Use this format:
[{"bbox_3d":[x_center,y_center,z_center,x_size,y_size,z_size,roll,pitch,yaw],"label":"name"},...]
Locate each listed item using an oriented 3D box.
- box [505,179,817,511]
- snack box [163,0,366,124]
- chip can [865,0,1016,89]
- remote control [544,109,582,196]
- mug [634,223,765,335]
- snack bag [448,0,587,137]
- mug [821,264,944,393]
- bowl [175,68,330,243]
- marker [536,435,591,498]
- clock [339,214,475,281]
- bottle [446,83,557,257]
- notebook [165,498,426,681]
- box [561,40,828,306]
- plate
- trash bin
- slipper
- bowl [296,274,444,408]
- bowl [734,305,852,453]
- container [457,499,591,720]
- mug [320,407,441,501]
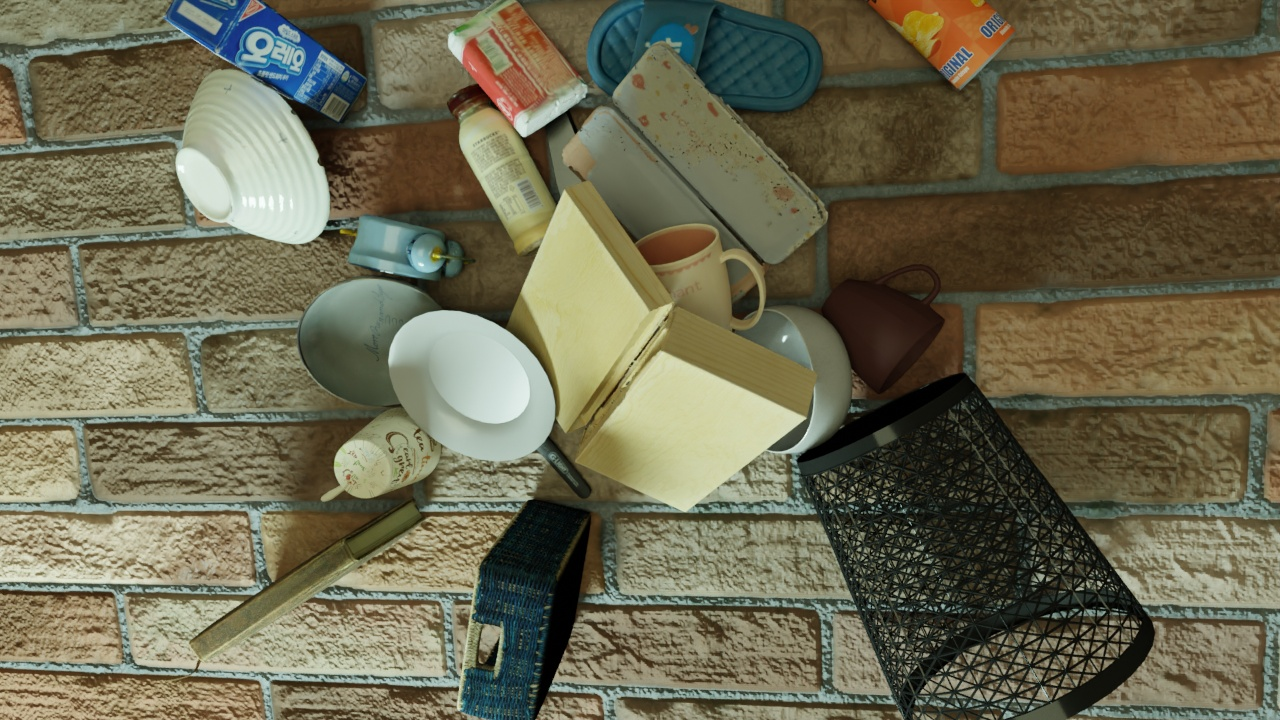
[{"bbox_3d":[-0.008,0.010,0.795,0.261,0.096,0.248,45,147,6],"label":"box"},{"bbox_3d":[-0.317,-0.270,0.803,0.059,0.226,0.059,35,95,4],"label":"snack box"},{"bbox_3d":[0.218,-0.326,0.777,0.210,0.062,0.062,44,104,1],"label":"chip can"},{"bbox_3d":[-0.065,-0.181,0.881,0.039,0.010,0.125,-15,95,13],"label":"remote control"},{"bbox_3d":[0.054,-0.057,0.802,0.112,0.085,0.104,-5,121,19],"label":"mug"},{"bbox_3d":[-0.113,-0.271,0.848,0.077,0.036,0.116,-39,88,-17],"label":"snack bag"},{"bbox_3d":[0.216,-0.041,0.817,0.088,0.087,0.114,43,110,20],"label":"mug"},{"bbox_3d":[-0.385,-0.178,0.870,0.177,0.070,0.178,19,131,24],"label":"bowl"},{"bbox_3d":[-0.093,0.092,0.929,0.018,0.015,0.123,-40,92,13],"label":"marker"},{"bbox_3d":[-0.221,-0.106,0.884,0.124,0.088,0.051,13,95,11],"label":"clock"},{"bbox_3d":[-0.128,-0.181,0.870,0.057,0.056,0.162,-28,93,13],"label":"bottle"},{"bbox_3d":[-0.338,0.223,0.909,0.216,0.190,0.034,-33,90,15],"label":"notebook"},{"bbox_3d":[0.047,-0.160,0.827,0.216,0.042,0.149,46,115,-3],"label":"box"},{"bbox_3d":[-0.160,0.022,0.886,0.173,0.019,0.173,10,125,14],"label":"plate"},{"bbox_3d":[0.264,0.155,0.782,0.217,0.216,0.243,-30,86,14],"label":"trash bin"},{"bbox_3d":[0.056,-0.276,0.819,0.214,0.059,0.104,9,98,8],"label":"slipper"},{"bbox_3d":[-0.256,-0.028,0.906,0.150,0.056,0.151,-5,124,-8],"label":"bowl"},{"bbox_3d":[0.141,0.015,0.825,0.064,0.132,0.132,-6,100,-28],"label":"bowl"},{"bbox_3d":[-0.103,0.230,0.865,0.071,0.187,0.145,11,101,5],"label":"container"},{"bbox_3d":[-0.273,0.106,0.923,0.122,0.097,0.081,-31,92,14],"label":"mug"}]
